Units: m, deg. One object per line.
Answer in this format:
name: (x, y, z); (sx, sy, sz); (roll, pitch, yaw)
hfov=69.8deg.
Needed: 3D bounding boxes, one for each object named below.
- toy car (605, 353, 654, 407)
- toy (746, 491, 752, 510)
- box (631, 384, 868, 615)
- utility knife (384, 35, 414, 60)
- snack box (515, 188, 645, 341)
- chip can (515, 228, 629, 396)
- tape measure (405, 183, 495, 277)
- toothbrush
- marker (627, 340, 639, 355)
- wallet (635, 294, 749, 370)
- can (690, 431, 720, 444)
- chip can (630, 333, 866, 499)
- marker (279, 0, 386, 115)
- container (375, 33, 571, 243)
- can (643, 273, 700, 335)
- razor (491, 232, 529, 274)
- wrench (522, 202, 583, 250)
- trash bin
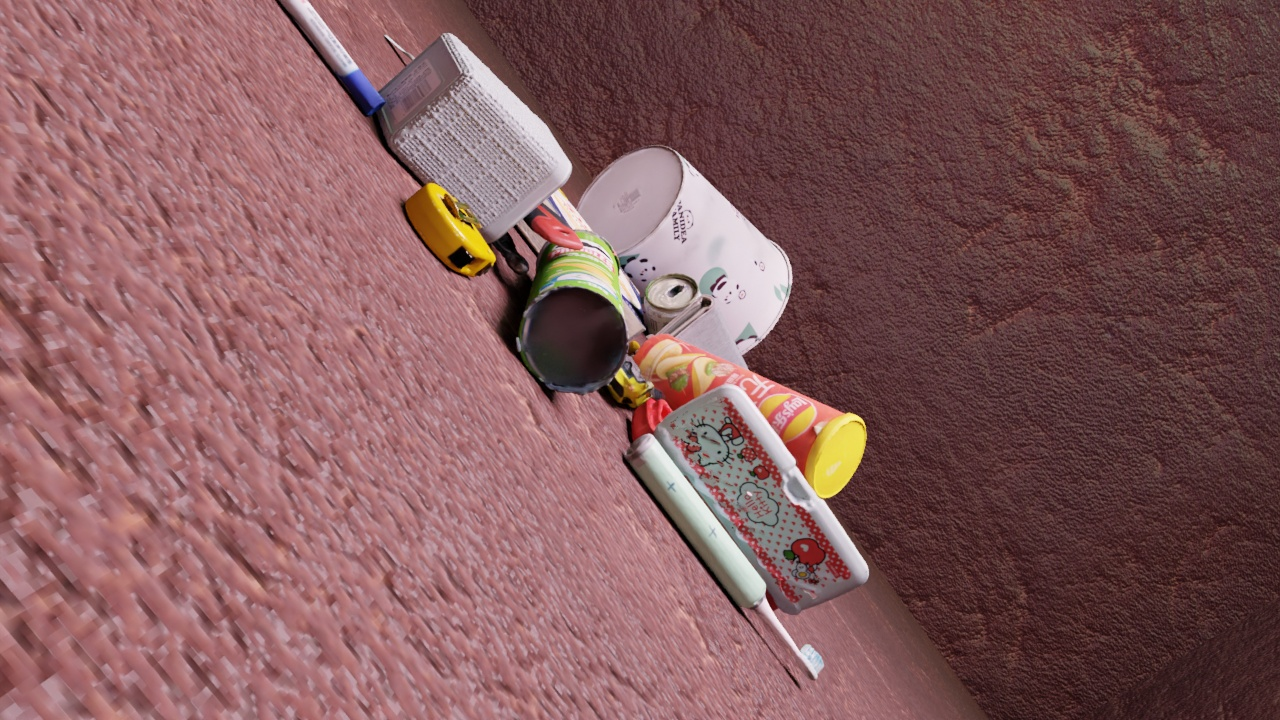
toy car: (-0.014, 0.016, 0.767); (0.048, 0.032, 0.105); (55, -4, 8)
toy: (0.118, 0.145, 0.955); (0.159, 0.054, 0.121); (43, 9, -18)
box: (0.088, 0.104, 0.735); (0.201, 0.100, 0.110); (53, 11, -14)
utility knife: (-0.174, -0.256, 0.912); (0.234, 0.018, 0.034); (42, 13, 10)
snack box: (-0.067, -0.112, 0.972); (0.178, 0.046, 0.182); (52, 8, -14)
chip can: (-0.047, -0.044, 0.671); (0.072, 0.072, 0.235); (52, 7, -15)
tape measure: (-0.117, -0.084, 0.568); (0.060, 0.029, 0.057); (55, 8, 9)
toothbrush: (0.064, 0.147, 0.665); (0.224, 0.027, 0.027); (53, -30, -7)
marker: (-0.006, 0.006, 0.949); (0.018, 0.015, 0.123); (58, 8, -17)
wallet: (0.053, 0.009, 0.921); (0.037, 0.106, 0.130); (45, -8, 39)
can: (0.072, 0.077, 0.879); (0.053, 0.053, 0.134); (54, 16, -4)
chip can: (0.083, 0.042, 0.784); (0.217, 0.073, 0.073); (25, -14, 41)
marker: (-0.223, -0.229, 0.615); (0.146, 0.017, 0.017); (53, 7, -8)
container: (-0.125, -0.163, 0.667); (0.111, 0.090, 0.090); (43, 13, -45)
can: (0.039, -0.018, 0.961); (0.147, 0.058, 0.058); (81, -14, -44)
razor: (-0.110, -0.100, 0.719); (0.042, 0.022, 0.142); (42, 10, -36)
wrench: (-0.098, -0.137, 0.764); (0.056, 0.016, 0.273); (15, 18, -24)
trash bin: (0.050, -0.147, 1.276); (0.252, 0.230, 0.229); (39, 15, -42)
